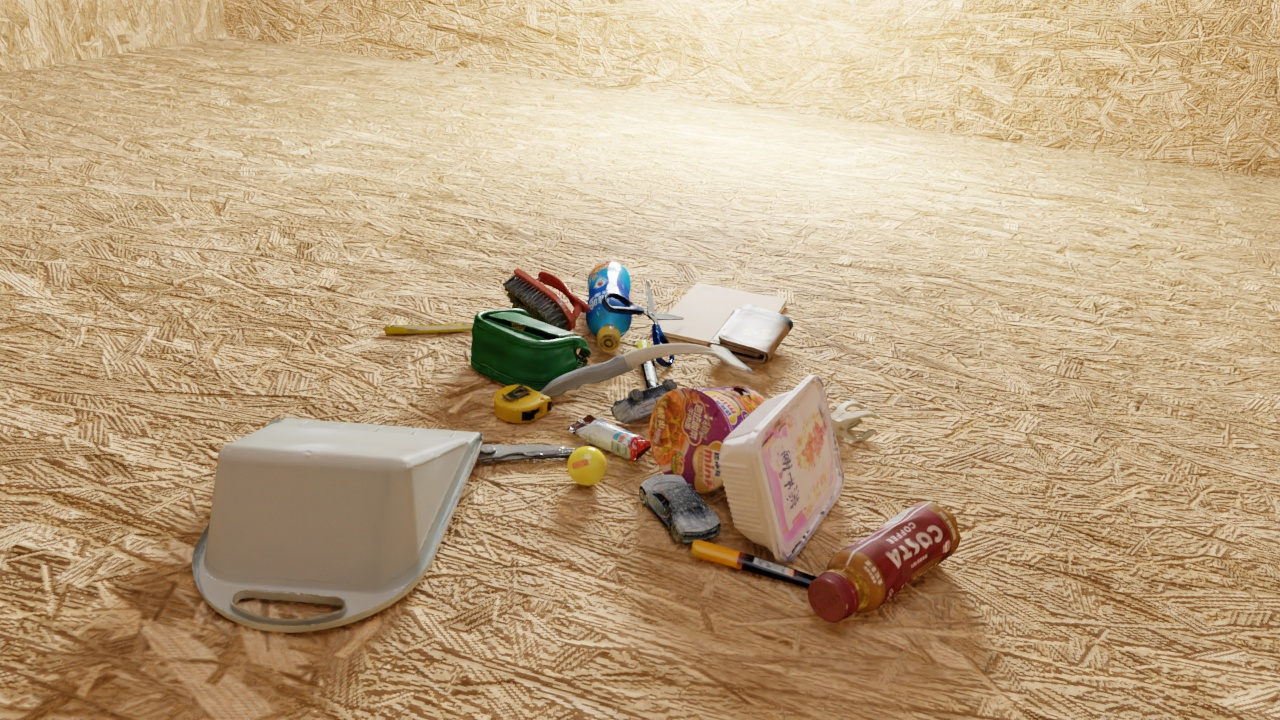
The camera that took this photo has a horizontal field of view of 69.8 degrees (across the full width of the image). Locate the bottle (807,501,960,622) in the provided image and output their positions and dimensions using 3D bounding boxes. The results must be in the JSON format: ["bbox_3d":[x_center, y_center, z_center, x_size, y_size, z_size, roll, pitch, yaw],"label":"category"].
[{"bbox_3d":[0.219,0.181,0.826,0.174,0.057,0.057,-18,35,-39],"label":"bottle"}]

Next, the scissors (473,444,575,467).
[{"bbox_3d":[-0.171,0.106,0.951,0.210,0.015,0.176,14,26,18],"label":"scissors"}]

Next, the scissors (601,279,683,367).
[{"bbox_3d":[0.010,-0.058,1.240,0.162,0.012,0.175,23,38,-36],"label":"scissors"}]

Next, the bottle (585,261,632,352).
[{"bbox_3d":[-0.043,-0.073,1.277,0.065,0.065,0.218,4,26,-4],"label":"bottle"}]

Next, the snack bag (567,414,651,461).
[{"bbox_3d":[-0.029,0.086,1.006,0.105,0.026,0.045,20,33,31],"label":"snack bag"}]

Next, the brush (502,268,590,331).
[{"bbox_3d":[-0.127,-0.082,1.264,0.069,0.063,0.146,-34,38,-18],"label":"brush"}]

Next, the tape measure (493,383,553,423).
[{"bbox_3d":[-0.140,0.047,1.058,0.060,0.029,0.057,22,32,31],"label":"tape measure"}]

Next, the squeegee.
[{"bbox_3d":[-0.006,0.006,1.087,0.246,0.039,0.246,-12,6,1],"label":"squeegee"}]

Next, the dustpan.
[{"bbox_3d":[-0.280,0.141,0.843,0.223,0.142,0.257,4,1,1],"label":"dustpan"}]

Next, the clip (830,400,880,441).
[{"bbox_3d":[0.228,0.072,1.065,0.100,0.076,0.035,-7,29,-25],"label":"clip"}]

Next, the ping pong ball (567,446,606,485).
[{"bbox_3d":[-0.055,0.108,0.939,0.040,0.040,0.040,4,27,-2],"label":"ping pong ball"}]

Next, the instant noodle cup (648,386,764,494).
[{"bbox_3d":[0.082,0.075,0.969,0.112,0.112,0.099,27,27,36],"label":"instant noodle cup"}]

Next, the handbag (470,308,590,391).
[{"bbox_3d":[-0.141,-0.016,1.154,0.131,0.068,0.120,22,22,33],"label":"handbag"}]

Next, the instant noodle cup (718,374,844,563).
[{"bbox_3d":[0.137,0.104,0.905,0.060,0.138,0.173,-4,18,35],"label":"instant noodle cup"}]

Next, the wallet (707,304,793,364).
[{"bbox_3d":[0.150,-0.036,1.255,0.090,0.033,0.115,15,32,20],"label":"wallet"}]

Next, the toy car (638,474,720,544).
[{"bbox_3d":[0.038,0.141,0.902,0.048,0.031,0.105,-9,29,-28],"label":"toy car"}]

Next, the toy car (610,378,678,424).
[{"bbox_3d":[0.007,0.048,1.072,0.090,0.043,0.034,-18,74,-41],"label":"toy car"}]

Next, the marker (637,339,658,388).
[{"bbox_3d":[0.010,0.008,1.184,0.018,0.015,0.124,8,29,-12],"label":"marker"}]

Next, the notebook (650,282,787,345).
[{"bbox_3d":[0.121,-0.067,1.358,0.149,0.012,0.210,13,27,17],"label":"notebook"}]

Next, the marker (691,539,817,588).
[{"bbox_3d":[0.107,0.189,0.840,0.124,0.015,0.018,14,29,11],"label":"marker"}]

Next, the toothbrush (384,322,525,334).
[{"bbox_3d":[-0.247,-0.047,1.240,0.190,0.017,0.015,-3,27,-16],"label":"toothbrush"}]
